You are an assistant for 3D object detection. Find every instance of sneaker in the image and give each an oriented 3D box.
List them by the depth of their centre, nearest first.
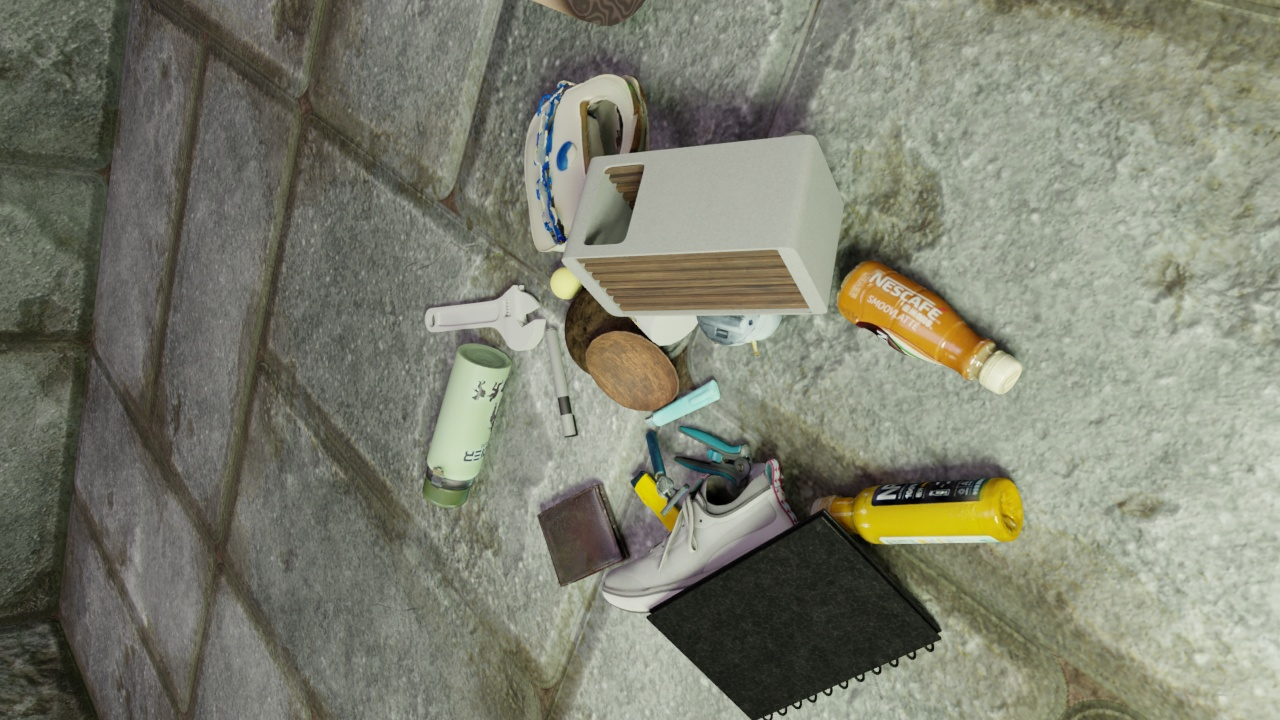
[{"bbox_3d":[0.057,0.189,0.957,0.264,0.096,0.128,-22,75,34],"label":"sneaker"}]

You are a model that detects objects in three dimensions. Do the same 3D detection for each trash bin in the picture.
[{"bbox_3d":[0.060,-0.120,0.867,0.229,0.114,0.114,1,64,28],"label":"trash bin"}]

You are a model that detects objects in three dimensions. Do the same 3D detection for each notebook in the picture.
[{"bbox_3d":[0.141,0.252,0.868,0.169,0.019,0.232,46,123,-8],"label":"notebook"}]

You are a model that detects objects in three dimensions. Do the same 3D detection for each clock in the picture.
[{"bbox_3d":[0.104,-0.073,0.936,0.090,0.052,0.129,20,106,42],"label":"clock"}]

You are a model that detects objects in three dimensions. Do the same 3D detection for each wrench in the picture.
[{"bbox_3d":[-0.225,-0.052,1.285,0.274,0.018,0.086,-3,91,46],"label":"wrench"}]

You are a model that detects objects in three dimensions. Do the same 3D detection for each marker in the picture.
[{"bbox_3d":[-0.102,0.028,1.168,0.016,0.016,0.140,-19,78,43],"label":"marker"}]

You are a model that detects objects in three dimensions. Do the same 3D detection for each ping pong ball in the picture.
[{"bbox_3d":[-0.091,-0.096,1.134,0.040,0.040,0.040,3,94,44],"label":"ping pong ball"}]

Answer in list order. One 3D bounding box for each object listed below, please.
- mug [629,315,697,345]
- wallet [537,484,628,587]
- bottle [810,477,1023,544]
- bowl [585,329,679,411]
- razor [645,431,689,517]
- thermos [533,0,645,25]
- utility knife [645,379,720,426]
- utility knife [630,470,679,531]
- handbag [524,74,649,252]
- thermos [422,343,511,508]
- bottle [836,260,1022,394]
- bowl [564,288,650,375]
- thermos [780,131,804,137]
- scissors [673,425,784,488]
[{"bbox_3d":[0.018,-0.084,0.997,0.089,0.073,0.105,47,138,32],"label":"mug"},{"bbox_3d":[-0.073,0.218,1.143,0.120,0.031,0.099,-33,72,38],"label":"wallet"},{"bbox_3d":[0.238,0.136,0.815,0.187,0.053,0.053,-13,83,45],"label":"bottle"},{"bbox_3d":[-0.006,0.006,1.039,0.102,0.026,0.114,-23,117,34],"label":"bowl"},{"bbox_3d":[0.021,0.114,1.000,0.042,0.022,0.143,-51,23,14],"label":"razor"},{"bbox_3d":[-0.099,-0.484,1.044,0.226,0.172,0.173,38,117,30],"label":"thermos"},{"bbox_3d":[0.044,0.053,1.027,0.120,0.015,0.022,-30,86,42],"label":"utility knife"},{"bbox_3d":[0.055,0.203,1.022,0.206,0.018,0.031,50,128,29],"label":"utility knife"},{"bbox_3d":[-0.062,-0.224,1.030,0.200,0.092,0.200,-33,60,51],"label":"handbag"},{"bbox_3d":[-0.246,0.096,1.266,0.082,0.082,0.232,37,116,37],"label":"thermos"},{"bbox_3d":[0.248,-0.027,0.792,0.167,0.059,0.059,39,118,36],"label":"bottle"},{"bbox_3d":[-0.051,-0.035,1.086,0.121,0.056,0.121,3,94,44],"label":"bowl"},{"bbox_3d":[0.079,-0.174,0.955,0.225,0.052,0.052,-15,81,44],"label":"thermos"},{"bbox_3d":[0.090,0.102,0.982,0.132,0.019,0.148,-43,63,38],"label":"scissors"}]
